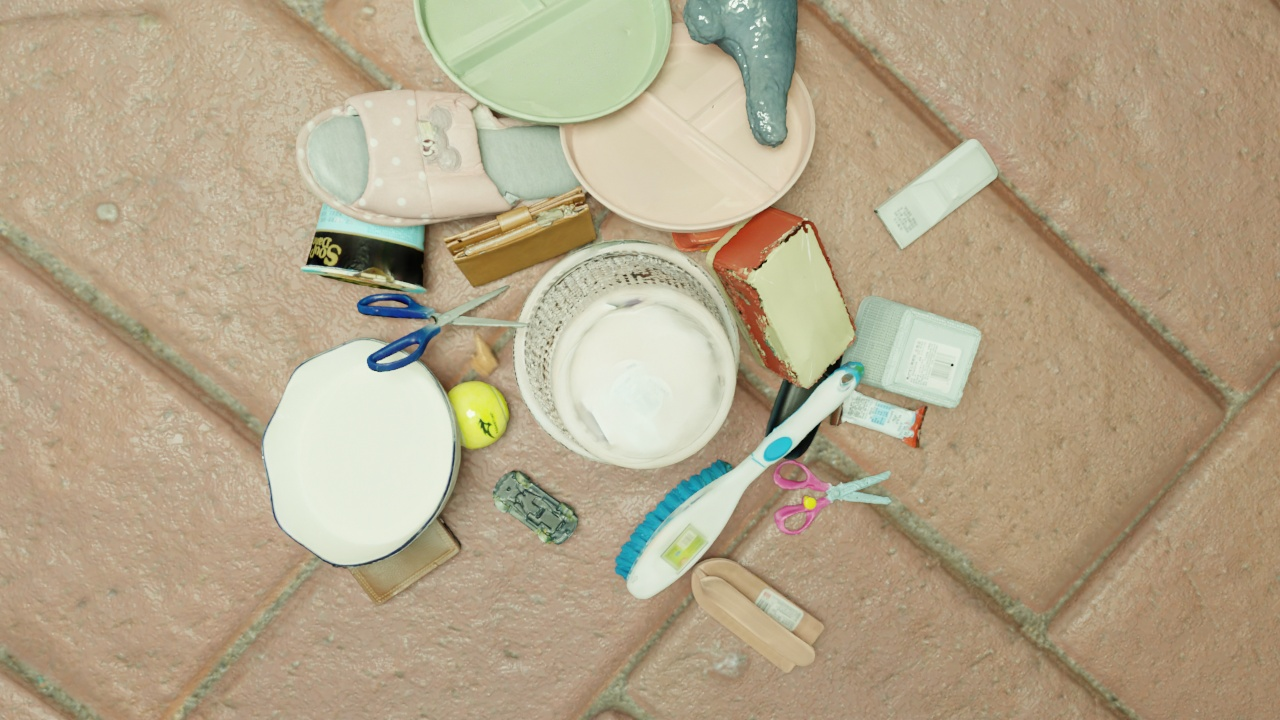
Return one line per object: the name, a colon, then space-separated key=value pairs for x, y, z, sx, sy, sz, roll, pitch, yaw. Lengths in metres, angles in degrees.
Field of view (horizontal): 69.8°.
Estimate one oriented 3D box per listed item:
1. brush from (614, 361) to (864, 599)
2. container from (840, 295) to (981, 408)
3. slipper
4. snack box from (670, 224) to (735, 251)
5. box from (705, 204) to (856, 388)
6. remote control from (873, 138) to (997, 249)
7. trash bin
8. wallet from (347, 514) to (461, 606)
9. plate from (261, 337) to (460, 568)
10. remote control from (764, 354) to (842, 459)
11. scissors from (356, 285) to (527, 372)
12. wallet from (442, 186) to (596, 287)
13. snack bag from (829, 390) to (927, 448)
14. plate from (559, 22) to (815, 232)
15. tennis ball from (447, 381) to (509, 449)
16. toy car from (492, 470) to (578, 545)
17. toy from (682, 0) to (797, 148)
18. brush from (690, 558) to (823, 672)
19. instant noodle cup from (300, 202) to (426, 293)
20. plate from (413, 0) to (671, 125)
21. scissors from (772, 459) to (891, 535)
brush: x=0.092 y=0.114 z=0.889 sx=0.060 sy=0.109 sz=0.314 roll=42 pitch=92 yaw=-6
container: x=0.261 y=-0.008 z=0.887 sx=0.090 sy=0.111 sz=0.090 roll=16 pitch=96 yaw=-7
slipper: x=-0.157 y=-0.177 z=0.802 sx=0.273 sy=0.055 sz=0.114 roll=-6 pitch=88 yaw=-31
snack box: x=0.073 y=-0.147 z=0.868 sx=0.091 sy=0.080 sz=0.082 roll=-13 pitch=98 yaw=-3
box: x=0.137 y=-0.053 z=0.843 sx=0.091 sy=0.077 sz=0.168 roll=-44 pitch=133 yaw=-11
remote control: x=0.296 y=-0.167 z=0.914 sx=0.125 sy=0.024 sz=0.049 roll=-38 pitch=99 yaw=1
trash bin: x=-0.005 y=0.005 z=0.825 sx=0.227 sy=0.192 sz=0.227 roll=-1 pitch=97 yaw=-5
wallet: x=-0.250 y=0.166 z=0.905 sx=0.101 sy=0.032 sz=0.124 roll=-34 pitch=99 yaw=-3
plate: x=-0.253 y=0.084 z=0.847 sx=0.205 sy=0.045 sz=0.204 roll=-3 pitch=81 yaw=19
remote control: x=0.166 y=0.036 z=0.927 sx=0.053 sy=0.024 sz=0.136 roll=19 pitch=94 yaw=-5
scissors: x=-0.192 y=-0.036 z=0.848 sx=0.176 sy=0.161 sz=0.012 roll=11 pitch=127 yaw=17
wallet: x=-0.107 y=-0.112 z=0.844 sx=0.132 sy=0.108 sz=0.031 roll=-23 pitch=79 yaw=-2
snack bag: x=0.244 y=0.056 z=0.937 sx=0.104 sy=0.026 sz=0.048 roll=14 pitch=90 yaw=-6
plate: x=0.042 y=-0.211 z=0.833 sx=0.229 sy=0.028 sz=0.229 roll=0 pitch=66 yaw=1
tennis ball: x=-0.159 y=0.052 z=0.879 sx=0.065 sy=0.065 sz=0.065 roll=-1 pitch=97 yaw=-5
toy car: x=-0.104 y=0.145 z=0.913 sx=0.090 sy=0.034 sz=0.043 roll=36 pitch=95 yaw=-6
toy: x=0.058 y=-0.357 z=0.822 sx=0.137 sy=0.091 sz=0.356 roll=-34 pitch=84 yaw=-18
brush: x=0.113 y=0.252 z=0.927 sx=0.145 sy=0.073 sz=0.063 roll=38 pitch=93 yaw=-7
instant noodle cup: x=-0.240 y=-0.130 z=0.834 sx=0.111 sy=0.111 sz=0.120 roll=10 pitch=89 yaw=-7
plate: x=-0.086 y=-0.310 z=0.820 sx=0.230 sy=0.027 sz=0.230 roll=3 pitch=75 yaw=-12
scissors: x=0.197 y=0.128 z=0.950 sx=0.137 sy=0.017 sz=0.093 roll=-19 pitch=92 yaw=-7
